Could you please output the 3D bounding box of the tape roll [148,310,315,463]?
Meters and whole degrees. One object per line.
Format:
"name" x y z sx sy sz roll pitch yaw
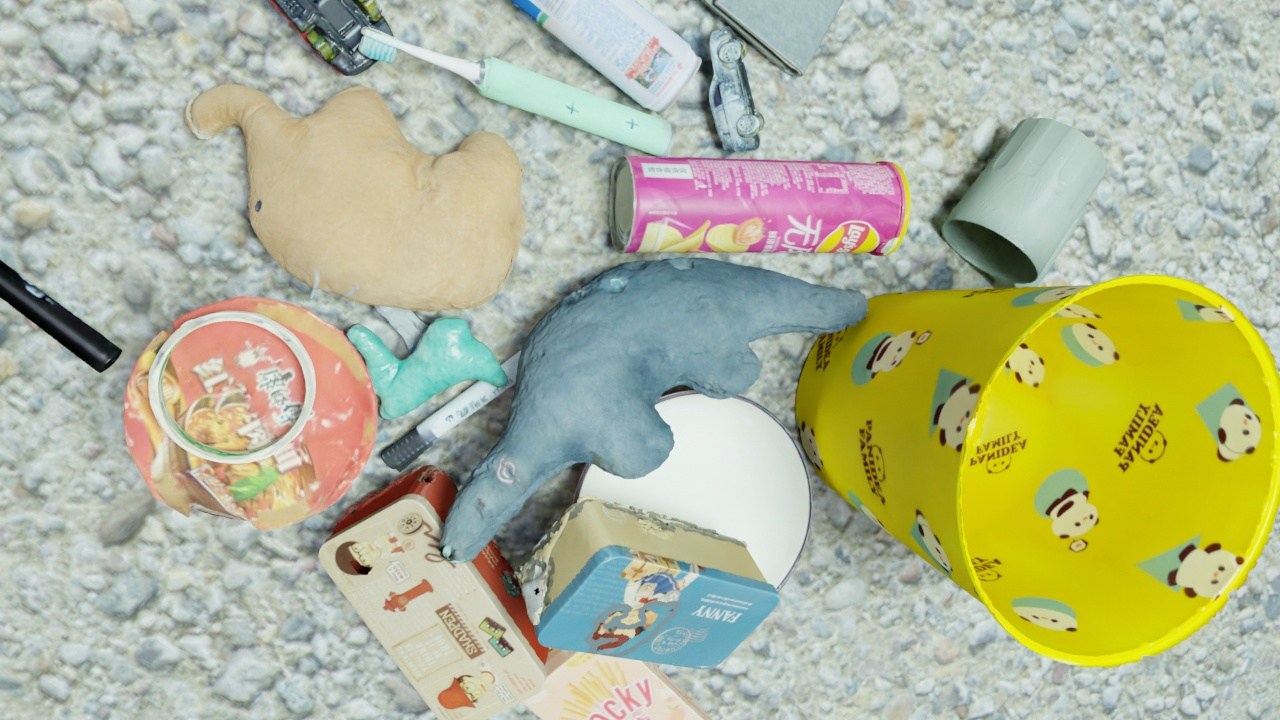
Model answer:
"tape roll" -0.227 0.015 0.515 0.085 0.014 0.086 -2 98 -15

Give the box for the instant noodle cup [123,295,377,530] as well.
"instant noodle cup" -0.236 0.024 0.579 0.137 0.108 0.138 -2 99 -15

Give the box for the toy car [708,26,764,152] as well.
"toy car" 0.067 -0.196 0.669 0.034 0.042 0.090 -9 108 20

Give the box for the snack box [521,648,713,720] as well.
"snack box" -0.013 0.269 0.702 0.084 0.026 0.157 -39 115 3

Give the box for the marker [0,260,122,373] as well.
"marker" -0.388 -0.040 0.574 0.132 0.020 0.022 42 84 -17

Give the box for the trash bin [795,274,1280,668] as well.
"trash bin" 0.247 0.050 0.641 0.229 0.255 0.229 -2 98 -15

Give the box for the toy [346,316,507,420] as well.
"toy" -0.153 0.003 0.632 0.092 0.030 0.096 -33 115 6

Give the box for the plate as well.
"plate" 0.038 0.114 0.705 0.192 0.039 0.192 -2 99 -15

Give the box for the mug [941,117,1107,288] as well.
"mug" 0.313 -0.116 0.736 0.103 0.084 0.124 -54 134 -4

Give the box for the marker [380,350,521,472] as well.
"marker" -0.128 0.035 0.660 0.130 0.018 0.023 -36 131 -8

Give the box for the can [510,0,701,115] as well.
"can" -0.024 -0.229 0.630 0.134 0.053 0.053 35 88 -17

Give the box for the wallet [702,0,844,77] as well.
"wallet" 0.109 -0.292 0.668 0.106 0.037 0.129 29 90 -28

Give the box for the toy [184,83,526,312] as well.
"toy" -0.186 -0.107 0.593 0.226 0.083 0.143 17 69 -16

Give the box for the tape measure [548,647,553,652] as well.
"tape measure" -0.048 0.202 0.699 0.057 0.029 0.060 23 104 -20

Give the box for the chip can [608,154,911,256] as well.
"chip can" 0.086 -0.112 0.670 0.210 0.071 0.071 -2 98 -15

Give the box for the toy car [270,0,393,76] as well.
"toy car" -0.211 -0.237 0.581 0.053 0.045 0.120 -42 112 -8

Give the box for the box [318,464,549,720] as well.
"box" -0.139 0.163 0.646 0.091 0.076 0.168 -29 103 10

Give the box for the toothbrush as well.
"toothbrush" -0.076 -0.182 0.620 0.224 0.026 0.027 13 114 -26

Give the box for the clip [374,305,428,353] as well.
"clip" -0.163 -0.028 0.639 0.024 0.029 0.057 -36 112 -3

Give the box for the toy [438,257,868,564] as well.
"toy" -0.004 0.004 0.638 0.355 0.092 0.138 -33 80 -19

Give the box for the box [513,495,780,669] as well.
"box" 0.011 0.154 0.618 0.184 0.059 0.090 22 116 -35
